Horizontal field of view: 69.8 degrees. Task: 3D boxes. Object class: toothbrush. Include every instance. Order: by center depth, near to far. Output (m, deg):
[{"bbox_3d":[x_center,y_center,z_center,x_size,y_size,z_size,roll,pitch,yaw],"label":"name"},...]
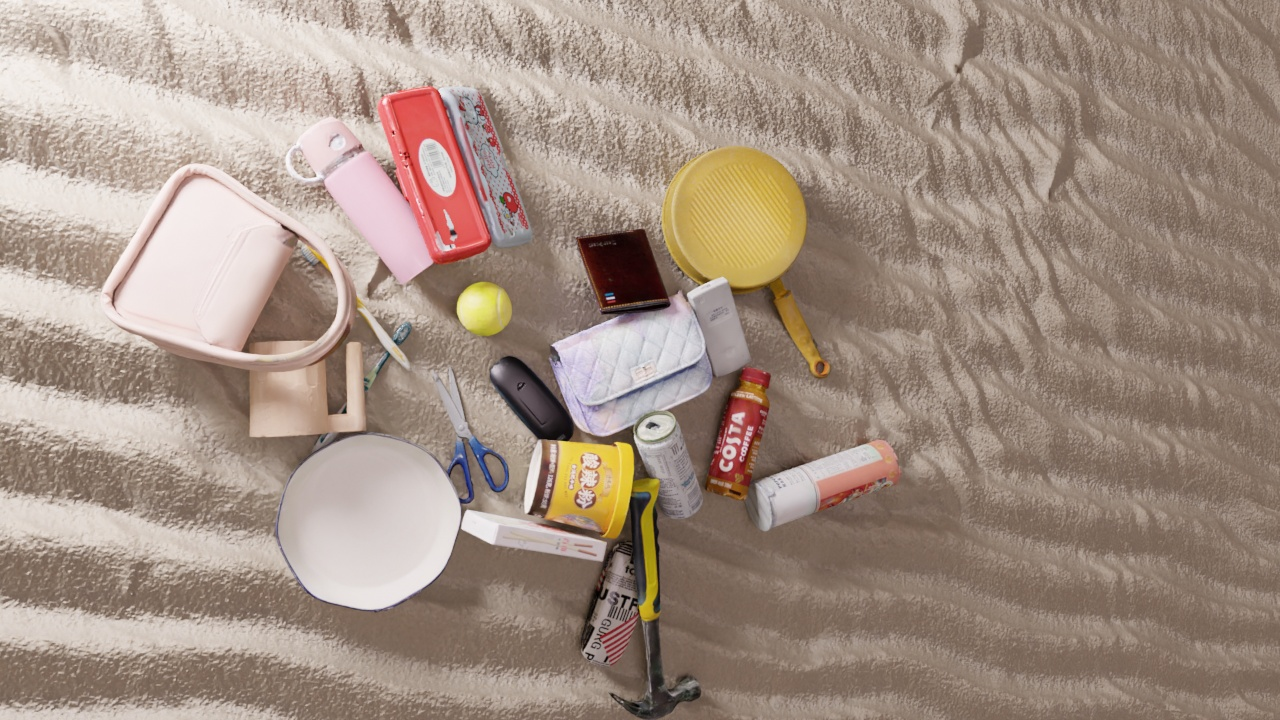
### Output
[{"bbox_3d":[-0.331,-0.061,1.069,0.018,0.016,0.191,-38,96,-1],"label":"toothbrush"},{"bbox_3d":[-0.327,0.033,1.080,0.016,0.018,0.191,37,77,-16],"label":"toothbrush"}]

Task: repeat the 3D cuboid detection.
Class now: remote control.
[{"bbox_3d":[-0.133,0.053,1.149,0.053,0.024,0.136,-43,104,-14],"label":"remote control"},{"bbox_3d":[0.105,-0.042,1.212,0.056,0.019,0.135,-26,123,-8],"label":"remote control"}]

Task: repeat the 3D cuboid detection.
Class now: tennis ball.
[{"bbox_3d":[-0.188,-0.062,1.105,0.065,0.065,0.065,0,91,-21],"label":"tennis ball"}]

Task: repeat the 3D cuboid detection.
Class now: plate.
[{"bbox_3d":[-0.316,0.186,1.073,0.204,0.046,0.205,-1,92,-20],"label":"plate"}]

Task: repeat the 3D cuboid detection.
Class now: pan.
[{"bbox_3d":[0.169,-0.123,1.249,0.197,0.078,0.357,-37,96,-12],"label":"pan"}]

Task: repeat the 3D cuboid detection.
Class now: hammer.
[{"bbox_3d":[0.010,0.307,1.163,0.126,0.032,0.323,-13,106,-32],"label":"hammer"}]

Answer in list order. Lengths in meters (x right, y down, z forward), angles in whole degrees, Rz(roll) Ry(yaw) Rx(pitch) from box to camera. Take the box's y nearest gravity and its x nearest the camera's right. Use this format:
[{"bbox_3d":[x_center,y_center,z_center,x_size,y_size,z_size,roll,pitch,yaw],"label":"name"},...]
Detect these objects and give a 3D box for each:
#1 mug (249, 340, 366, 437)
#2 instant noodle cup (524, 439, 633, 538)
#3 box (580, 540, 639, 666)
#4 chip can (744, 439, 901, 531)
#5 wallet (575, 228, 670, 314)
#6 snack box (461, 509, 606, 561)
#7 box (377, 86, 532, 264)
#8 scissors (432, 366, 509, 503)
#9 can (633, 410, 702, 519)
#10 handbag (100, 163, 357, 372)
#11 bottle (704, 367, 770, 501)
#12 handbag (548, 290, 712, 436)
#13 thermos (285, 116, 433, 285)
[{"bbox_3d":[-0.373,0.031,1.030,0.124,0.084,0.103,-2,89,-22],"label":"mug"},{"bbox_3d":[-0.077,0.151,1.128,0.114,0.118,0.118,12,86,-12],"label":"instant noodle cup"},{"bbox_3d":[-0.028,0.314,1.180,0.068,0.052,0.164,22,82,-40],"label":"box"},{"bbox_3d":[0.253,0.170,1.271,0.214,0.071,0.071,-15,96,-20],"label":"chip can"},{"bbox_3d":[-0.023,-0.113,1.161,0.096,0.020,0.122,-7,59,-20],"label":"wallet"},{"bbox_3d":[-0.127,0.211,1.103,0.156,0.085,0.027,17,83,-35],"label":"snack box"},{"bbox_3d":[-0.210,-0.222,1.076,0.160,0.058,0.201,-23,95,-42],"label":"box"},{"bbox_3d":[-0.208,0.090,1.130,0.132,0.012,0.172,12,86,-18],"label":"scissors"},{"bbox_3d":[0.036,0.134,1.165,0.058,0.058,0.147,-32,128,-17],"label":"can"},{"bbox_3d":[-0.414,-0.079,0.967,0.234,0.093,0.193,23,81,4],"label":"handbag"},{"bbox_3d":[0.135,0.097,1.232,0.057,0.057,0.175,17,85,-20],"label":"bottle"},{"bbox_3d":[-0.007,0.007,1.169,0.193,0.076,0.134,-24,99,-19],"label":"handbag"},{"bbox_3d":[-0.317,-0.178,1.053,0.087,0.067,0.198,-44,106,-25],"label":"thermos"}]
